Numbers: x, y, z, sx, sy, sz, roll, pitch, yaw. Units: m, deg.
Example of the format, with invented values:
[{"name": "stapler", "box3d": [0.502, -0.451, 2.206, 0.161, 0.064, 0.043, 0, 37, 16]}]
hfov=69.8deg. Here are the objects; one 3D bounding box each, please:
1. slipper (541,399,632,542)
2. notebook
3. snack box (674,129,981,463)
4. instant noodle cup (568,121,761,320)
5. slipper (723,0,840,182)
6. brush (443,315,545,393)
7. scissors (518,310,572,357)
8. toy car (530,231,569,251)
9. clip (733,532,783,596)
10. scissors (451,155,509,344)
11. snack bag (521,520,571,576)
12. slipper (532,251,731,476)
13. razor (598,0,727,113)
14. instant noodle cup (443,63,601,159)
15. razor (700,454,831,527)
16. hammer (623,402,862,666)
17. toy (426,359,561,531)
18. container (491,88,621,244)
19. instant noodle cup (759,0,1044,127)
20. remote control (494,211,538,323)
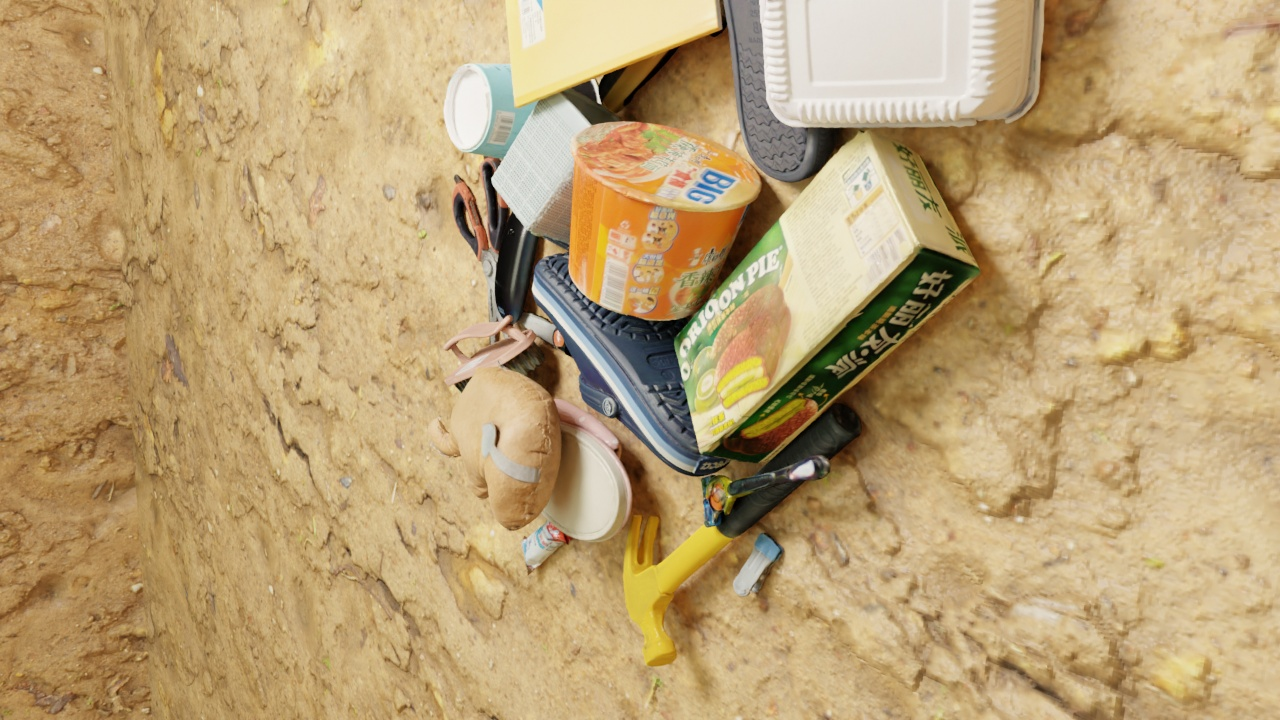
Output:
[{"name": "slipper", "box3d": [-0.081, 0.099, 0.930, 0.275, 0.054, 0.114, 22, 110, 52]}, {"name": "notebook", "box3d": [-0.031, -0.301, 0.737, 0.207, 0.010, 0.146, -9, 83, 35]}, {"name": "snack box", "box3d": [0.118, -0.035, 0.654, 0.241, 0.063, 0.114, -50, 39, 40]}, {"name": "instant noodle cup", "box3d": [0.009, -0.110, 0.737, 0.151, 0.151, 0.112, 43, 134, 36]}, {"name": "slipper", "box3d": [0.115, -0.264, 0.648, 0.111, 0.083, 0.268, 31, 136, 49]}, {"name": "brush", "box3d": [-0.158, -0.007, 0.981, 0.146, 0.063, 0.073, -18, 111, 52]}, {"name": "scissors", "box3d": [-0.075, -0.003, 0.933, 0.235, 0.021, 0.125, 1, 96, 48]}, {"name": "toy car", "box3d": [-0.071, -0.135, 0.902, 0.105, 0.031, 0.049, 32, 115, 34]}, {"name": "clip", "box3d": [0.100, 0.172, 0.768, 0.024, 0.028, 0.057, 38, 114, 36]}, {"name": "scissors", "box3d": [-0.175, -0.124, 1.036, 0.214, 0.015, 0.197, 49, 129, 31]}, {"name": "snack bag", "box3d": [-0.104, 0.195, 0.993, 0.104, 0.026, 0.048, -41, 53, 43]}, {"name": "slipper", "box3d": [-0.005, 0.005, 0.799, 0.252, 0.104, 0.095, 51, 135, 28]}, {"name": "razor", "box3d": [0.015, -0.267, 0.777, 0.067, 0.062, 0.168, 46, 141, -6]}, {"name": "instant noodle cup", "box3d": [-0.117, -0.236, 0.872, 0.111, 0.120, 0.111, 9, 102, 48]}, {"name": "razor", "box3d": [0.089, 0.095, 0.701, 0.143, 0.022, 0.042, -27, 61, 49]}, {"name": "hammer", "box3d": [0.073, 0.134, 0.763, 0.302, 0.032, 0.128, -49, 45, 36]}, {"name": "toy", "box3d": [-0.147, 0.071, 0.905, 0.226, 0.082, 0.143, 23, 96, 56]}, {"name": "container", "box3d": [-0.064, -0.172, 0.824, 0.112, 0.089, 0.090, -50, 58, 20]}, {"name": "instant noodle cup", "box3d": [0.148, -0.201, 0.555, 0.174, 0.060, 0.138, 8, 126, 27]}, {"name": "remote control", "box3d": [-0.134, -0.106, 0.974, 0.053, 0.024, 0.136, 26, 108, 47]}]
